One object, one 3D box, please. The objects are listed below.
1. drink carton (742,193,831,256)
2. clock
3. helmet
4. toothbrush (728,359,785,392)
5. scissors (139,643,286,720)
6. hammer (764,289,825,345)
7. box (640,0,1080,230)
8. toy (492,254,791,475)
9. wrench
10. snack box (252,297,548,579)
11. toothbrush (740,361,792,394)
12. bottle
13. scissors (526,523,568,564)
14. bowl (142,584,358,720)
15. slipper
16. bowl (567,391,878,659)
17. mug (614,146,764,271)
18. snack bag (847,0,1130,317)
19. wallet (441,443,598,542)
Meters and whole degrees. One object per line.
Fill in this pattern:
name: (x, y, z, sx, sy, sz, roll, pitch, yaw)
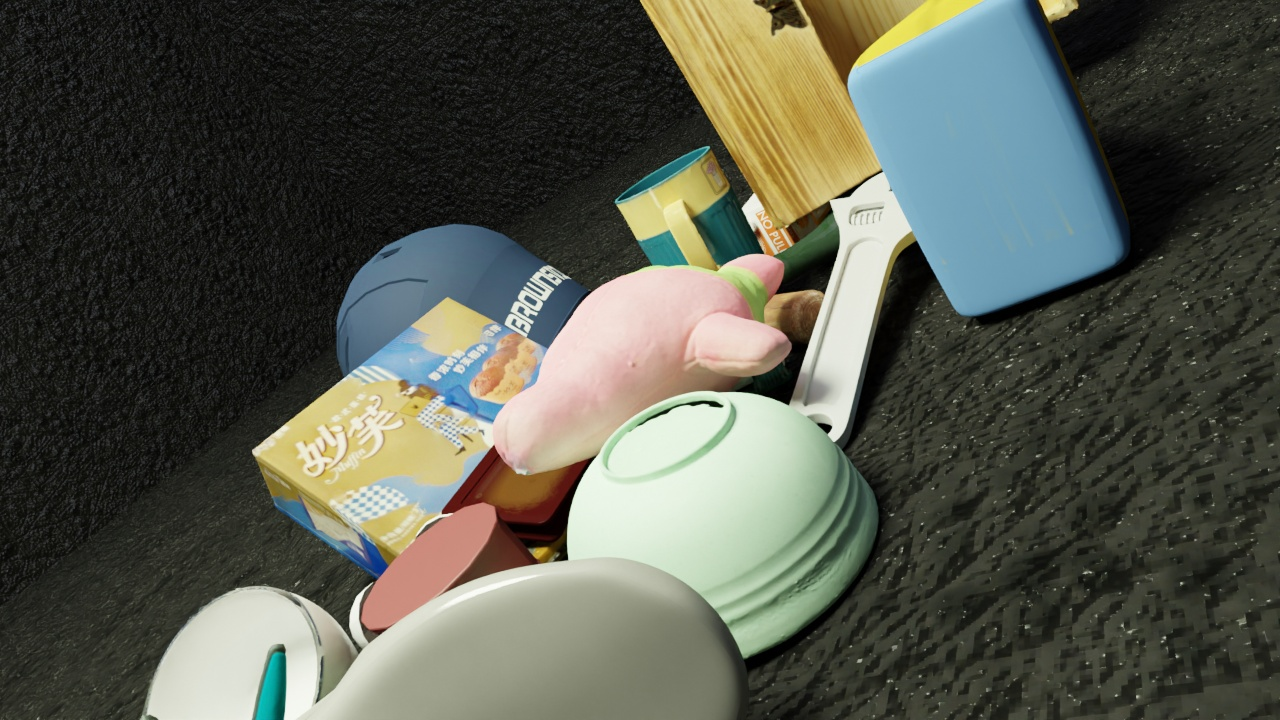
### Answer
drink carton: (0.136, -0.139, 0.865, 0.040, 0.058, 0.122, -21, 20, 38)
clock: (-0.110, 0.129, 0.518, 0.138, 0.048, 0.096, -12, 30, 51)
helmet: (-0.194, -0.008, 0.923, 0.231, 0.223, 0.273, -59, -8, -59)
toothbrush: (0.018, 0.038, 0.655, 0.187, 0.017, 0.012, -28, 20, 19)
scissors: (-0.204, 0.209, 0.435, 0.125, 0.019, 0.153, -1, 62, 24)
hammer: (0.038, -0.018, 0.742, 0.157, 0.037, 0.301, -42, 17, -27)
box: (0.163, -0.325, 0.744, 0.324, 0.279, 0.283, -33, 15, 10)
toy: (-0.003, 0.003, 0.544, 0.193, 0.097, 0.236, -16, 15, 38)
wrench: (0.144, -0.043, 0.566, 0.087, 0.018, 0.272, -4, 42, 29)
snack box: (-0.154, 0.059, 0.690, 0.155, 0.069, 0.202, 27, 50, 23)
toothbrush: (0.012, 0.047, 0.601, 0.190, 0.017, 0.016, -28, 20, 6)
bottle: (0.169, -0.105, 0.682, 0.174, 0.055, 0.055, -30, 15, -5)
scissors: (-0.042, 0.111, 0.561, 0.217, 0.016, 0.224, -29, 16, 17)
bowl: (-0.201, 0.186, 0.499, 0.116, 0.066, 0.116, -11, 60, 19)
slipper: (-0.081, 0.158, 0.366, 0.266, 0.113, 0.080, -37, 4, 9)
bowl: (0.026, 0.064, 0.428, 0.151, 0.077, 0.150, -24, 20, 9)
mug: (0.040, -0.091, 0.687, 0.083, 0.107, 0.113, -26, 16, 11)
snack bag: (0.208, -0.142, 0.549, 0.102, 0.159, 0.204, -22, 18, 30)
wallet: (-0.066, 0.067, 0.603, 0.092, 0.018, 0.115, -1, 40, 31)
